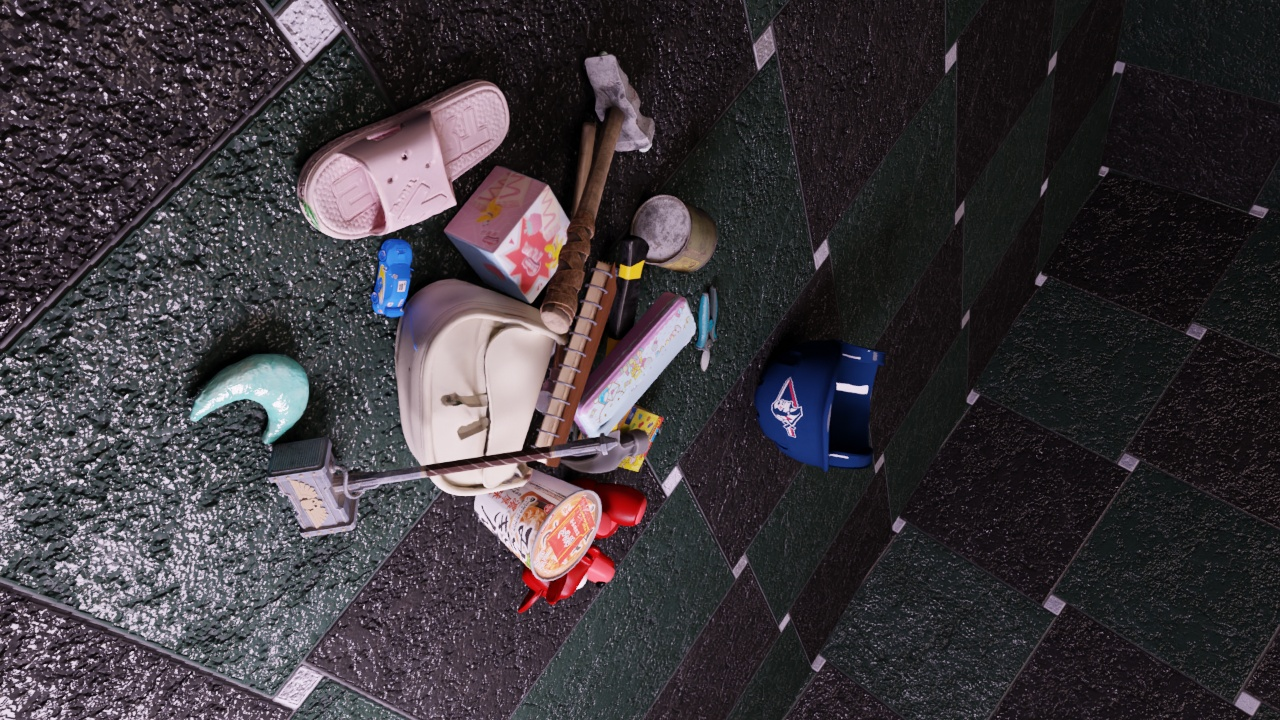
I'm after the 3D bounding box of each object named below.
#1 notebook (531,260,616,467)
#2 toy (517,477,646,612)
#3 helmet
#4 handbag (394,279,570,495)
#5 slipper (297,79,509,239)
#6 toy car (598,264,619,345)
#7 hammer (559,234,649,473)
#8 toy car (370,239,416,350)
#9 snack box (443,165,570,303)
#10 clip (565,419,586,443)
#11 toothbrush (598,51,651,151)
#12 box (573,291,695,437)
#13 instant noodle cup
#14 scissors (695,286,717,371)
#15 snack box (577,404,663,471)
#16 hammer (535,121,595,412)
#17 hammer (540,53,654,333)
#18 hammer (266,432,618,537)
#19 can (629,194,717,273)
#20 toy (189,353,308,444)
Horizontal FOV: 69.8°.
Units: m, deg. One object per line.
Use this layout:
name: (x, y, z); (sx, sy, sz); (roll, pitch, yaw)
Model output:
notebook: (-0.071, 0.007, 1.023); (0.167, 0.024, 0.225); (96, 12, -83)
toy: (-0.086, 0.256, 1.253); (0.196, 0.120, 0.159); (-58, -167, -29)
helmet: (0.313, 0.076, 1.621); (0.272, 0.223, 0.232); (-52, 147, -82)
handbag: (-0.160, 0.046, 0.958); (0.183, 0.132, 0.229); (3, 117, -37)
slipper: (-0.198, -0.180, 0.839); (0.238, 0.064, 0.094); (-42, 143, -34)
toy car: (-0.050, -0.072, 1.164); (0.048, 0.033, 0.105); (11, 102, -55)
hammer: (-0.034, -0.002, 1.178); (0.169, 0.034, 0.325); (-13, 119, -46)
toy car: (-0.226, -0.064, 0.882); (0.033, 0.062, 0.092); (-9, 120, -53)
snack box: (-0.132, -0.131, 0.957); (0.094, 0.079, 0.093); (-54, 147, -15)
clip: (-0.086, 0.084, 1.239); (0.044, 0.023, 0.076); (-19, 125, -48)
toothbrush: (-0.017, -0.300, 1.066); (0.022, 0.015, 0.155); (-57, 148, -16)
box: (-0.007, 0.007, 1.164); (0.213, 0.033, 0.076); (-49, 139, -20)
instant noodle cup: (-0.135, 0.190, 1.146); (0.123, 0.122, 0.124); (-35, 139, -39)
scissors: (0.107, -0.050, 1.430); (0.138, 0.019, 0.136); (-60, 148, -8)
snack box: (-0.029, 0.104, 1.317); (0.125, 0.040, 0.088); (26, 90, -59)
hammer: (-0.084, -0.109, 1.073); (0.119, 0.031, 0.331); (-65, 163, -73)
hammer: (-0.052, -0.172, 0.960); (0.121, 0.049, 0.318); (55, 41, -52)
hammer: (-0.182, 0.103, 0.887); (0.322, 0.044, 0.099); (-9, 133, -1)
can: (0.043, -0.162, 1.184); (0.074, 0.090, 0.090); (8, 105, -58)
toy: (-0.340, 0.030, 0.815); (0.085, 0.033, 0.105); (-51, 149, 1)
